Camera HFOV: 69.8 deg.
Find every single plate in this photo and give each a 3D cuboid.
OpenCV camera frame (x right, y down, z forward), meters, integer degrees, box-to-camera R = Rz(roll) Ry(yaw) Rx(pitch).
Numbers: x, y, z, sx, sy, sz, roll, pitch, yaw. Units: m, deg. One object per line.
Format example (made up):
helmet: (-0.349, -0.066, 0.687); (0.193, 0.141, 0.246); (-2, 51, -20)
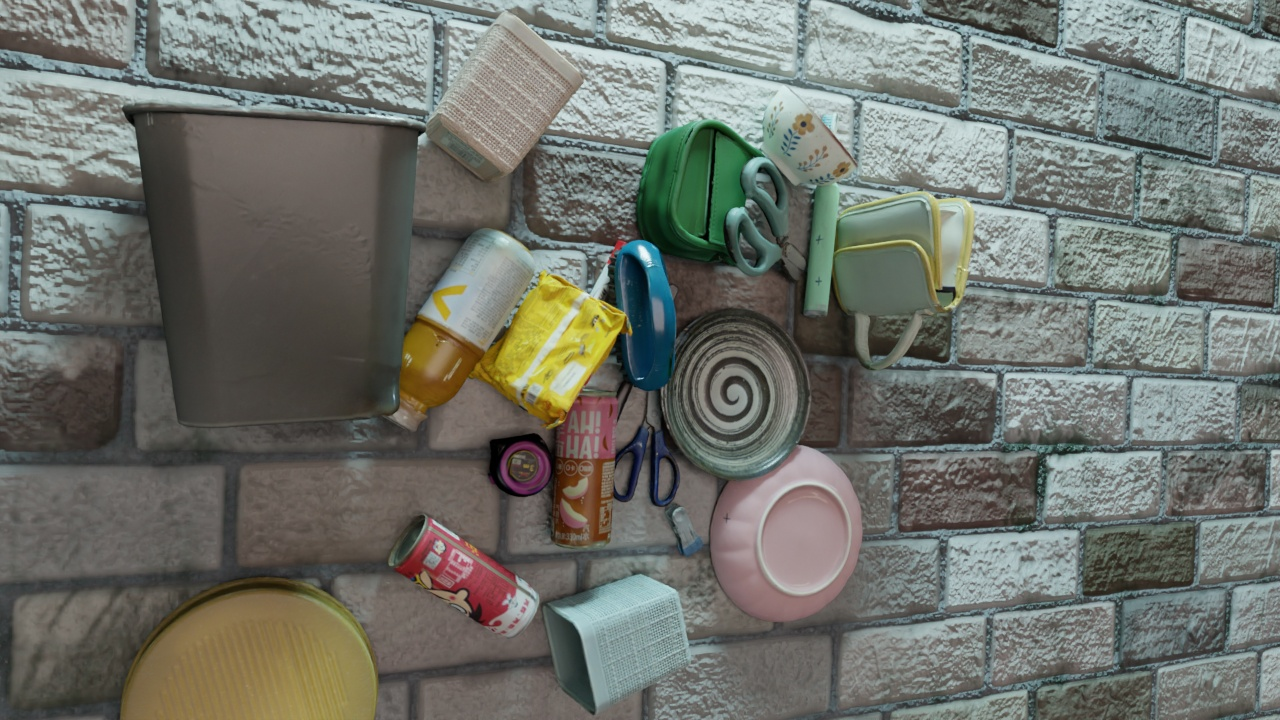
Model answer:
plate: (0.097, 0.034, 0.950); (0.179, 0.024, 0.179); (1, 87, -26)
plate: (0.166, 0.188, 0.982); (0.192, 0.039, 0.192); (0, 91, -25)

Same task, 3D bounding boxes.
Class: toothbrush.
toothbrush: (0.200, -0.158, 0.996); (0.026, 0.027, 0.224); (7, 88, -60)
toothbrush: (-0.005, 0.005, 0.911); (0.015, 0.018, 0.181); (28, 82, -20)

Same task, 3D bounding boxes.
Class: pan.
pan: (-0.302, 0.358, 0.765); (0.197, 0.078, 0.357); (-14, 91, -21)

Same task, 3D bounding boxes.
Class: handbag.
handbag: (0.260, -0.078, 0.951); (0.063, 0.163, 0.178); (5, 90, -24)
handbag: (0.063, -0.164, 0.915); (0.120, 0.068, 0.131); (17, 83, -33)

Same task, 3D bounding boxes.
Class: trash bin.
trash bin: (-0.270, -0.073, 0.697); (0.198, 0.199, 0.220); (-3, 100, -23)

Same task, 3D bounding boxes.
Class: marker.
marker: (-0.048, -0.050, 0.888); (0.017, 0.017, 0.145); (31, 78, -23)

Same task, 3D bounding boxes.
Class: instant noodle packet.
instant noodle packet: (-0.082, -0.008, 0.837); (0.111, 0.044, 0.128); (30, 74, 19)

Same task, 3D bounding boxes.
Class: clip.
clip: (0.044, 0.172, 0.936); (0.025, 0.032, 0.057); (-29, 107, -20)

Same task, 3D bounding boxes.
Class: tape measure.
tape measure: (-0.111, 0.097, 0.850); (0.057, 0.039, 0.058); (-10, 91, -24)

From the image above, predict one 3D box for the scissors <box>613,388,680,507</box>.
scissors: (0.020, 0.066, 0.927); (0.132, 0.012, 0.172); (41, 74, -19)

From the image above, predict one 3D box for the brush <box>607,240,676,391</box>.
brush: (0.006, -0.042, 0.866); (0.055, 0.074, 0.144); (-8, 96, -25)

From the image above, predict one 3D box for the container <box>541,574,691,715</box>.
container: (-0.020, 0.263, 0.871); (0.111, 0.090, 0.090); (-15, 98, -27)

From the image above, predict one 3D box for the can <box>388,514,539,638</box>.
can: (-0.156, 0.196, 0.823); (0.132, 0.053, 0.053); (40, 75, -21)

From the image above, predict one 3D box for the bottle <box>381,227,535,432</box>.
bottle: (-0.164, -0.026, 0.805); (0.068, 0.068, 0.189); (35, 77, -22)

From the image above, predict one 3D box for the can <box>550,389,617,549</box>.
can: (-0.053, 0.101, 0.867); (0.057, 0.058, 0.147); (3, 90, -25)

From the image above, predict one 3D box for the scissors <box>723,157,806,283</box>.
scissors: (0.129, -0.114, 0.932); (0.180, 0.019, 0.143); (53, 56, -46)

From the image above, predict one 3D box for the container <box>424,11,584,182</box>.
container: (-0.124, -0.225, 0.809); (0.090, 0.090, 0.110); (37, 79, -21)

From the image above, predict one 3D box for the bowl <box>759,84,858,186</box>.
bowl: (0.163, -0.220, 0.943); (0.062, 0.113, 0.113); (-41, 111, 15)
